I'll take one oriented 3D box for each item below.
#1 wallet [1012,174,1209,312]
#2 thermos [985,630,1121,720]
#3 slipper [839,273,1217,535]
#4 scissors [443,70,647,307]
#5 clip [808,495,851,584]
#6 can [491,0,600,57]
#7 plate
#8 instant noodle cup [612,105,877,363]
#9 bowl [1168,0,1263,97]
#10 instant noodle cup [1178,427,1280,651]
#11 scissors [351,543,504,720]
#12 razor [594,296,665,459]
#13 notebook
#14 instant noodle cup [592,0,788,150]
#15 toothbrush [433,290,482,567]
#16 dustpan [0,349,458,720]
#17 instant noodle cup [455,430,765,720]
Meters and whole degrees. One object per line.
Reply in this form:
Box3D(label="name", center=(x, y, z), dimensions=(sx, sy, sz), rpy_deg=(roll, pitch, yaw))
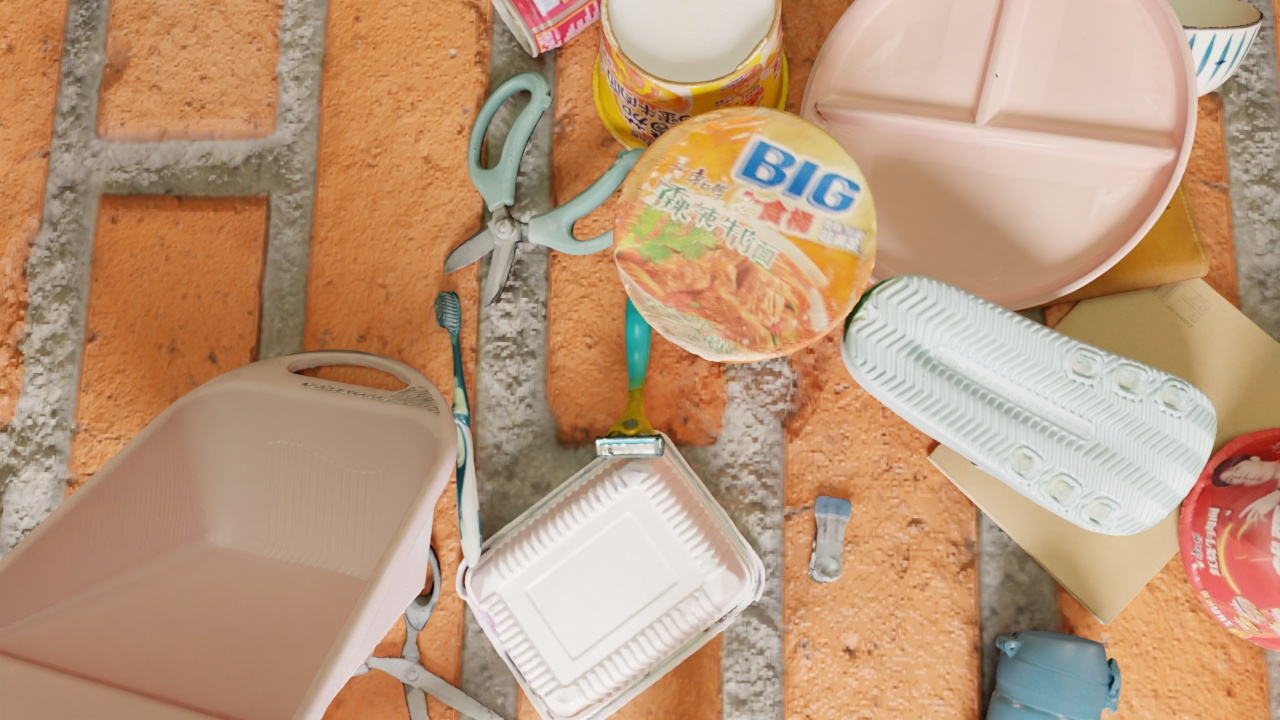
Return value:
Box3D(label="wallet", center=(0.286, -0.098, 0.600), dimensions=(0.131, 0.035, 0.119), rpy_deg=(-11, 84, 5))
Box3D(label="thermos", center=(0.227, 0.269, 0.535), dimensions=(0.070, 0.070, 0.220), rpy_deg=(13, 83, 6))
Box3D(label="slipper", center=(0.228, 0.025, 0.556), dimensions=(0.245, 0.074, 0.104), rpy_deg=(26, 91, -7))
Box3D(label="scissors", center=(-0.075, -0.129, 0.631), dimensions=(0.170, 0.019, 0.180), rpy_deg=(-26, 74, 14))
Box3D(label="clip", center=(0.121, 0.114, 0.589), dimensions=(0.024, 0.027, 0.056), rpy_deg=(12, 73, 4))
Box3D(label="can", center=(-0.053, -0.261, 0.633), dimensions=(0.094, 0.066, 0.066), rpy_deg=(-36, 81, -2))
Box3D(label="plate", center=(0.210, -0.143, 0.567), dimensions=(0.230, 0.028, 0.229), rpy_deg=(5, 99, 30))
Box3D(label="instant noodle cup", center=(0.062, -0.065, 0.572), dimensions=(0.151, 0.111, 0.151), rpy_deg=(-1, 81, 5))
Box3D(label="bowl", center=(0.320, -0.196, 0.587), dimensions=(0.116, 0.116, 0.066), rpy_deg=(4, 126, 5))
Box3D(label="instant noodle cup", center=(0.400, 0.106, 0.517), dimensions=(0.138, 0.108, 0.138), rpy_deg=(0, 87, 0))
Box3D(label="scissors", center=(-0.155, 0.203, 0.598), dimensions=(0.159, 0.014, 0.180), rpy_deg=(-4, 82, 3))
Box3D(label="razor", center=(-0.004, 0.003, 0.599), dimensions=(0.043, 0.028, 0.132), rpy_deg=(-4, 58, 10))
Box3D(label="notebook", center=(0.313, 0.040, 0.590), dimensions=(0.211, 0.012, 0.149), rpy_deg=(-45, 80, -3))
Box3D(label="instant noodle cup", center=(0.033, -0.205, 0.597), dimensions=(0.138, 0.110, 0.138), rpy_deg=(0, 82, 3))
Box3D(label="toothbrush", center=(-0.120, 0.040, 0.601), dimensions=(0.016, 0.018, 0.191), rpy_deg=(-22, 66, 31))
Box3D(label="dustpan", center=(-0.232, 0.085, 0.521), dimensions=(0.223, 0.272, 0.139), rpy_deg=(9, 103, 12))
Box3D(label="instant noodle cup", center=(-0.022, 0.139, 0.576), dimensions=(0.173, 0.060, 0.138), rpy_deg=(-37, 81, -1))
